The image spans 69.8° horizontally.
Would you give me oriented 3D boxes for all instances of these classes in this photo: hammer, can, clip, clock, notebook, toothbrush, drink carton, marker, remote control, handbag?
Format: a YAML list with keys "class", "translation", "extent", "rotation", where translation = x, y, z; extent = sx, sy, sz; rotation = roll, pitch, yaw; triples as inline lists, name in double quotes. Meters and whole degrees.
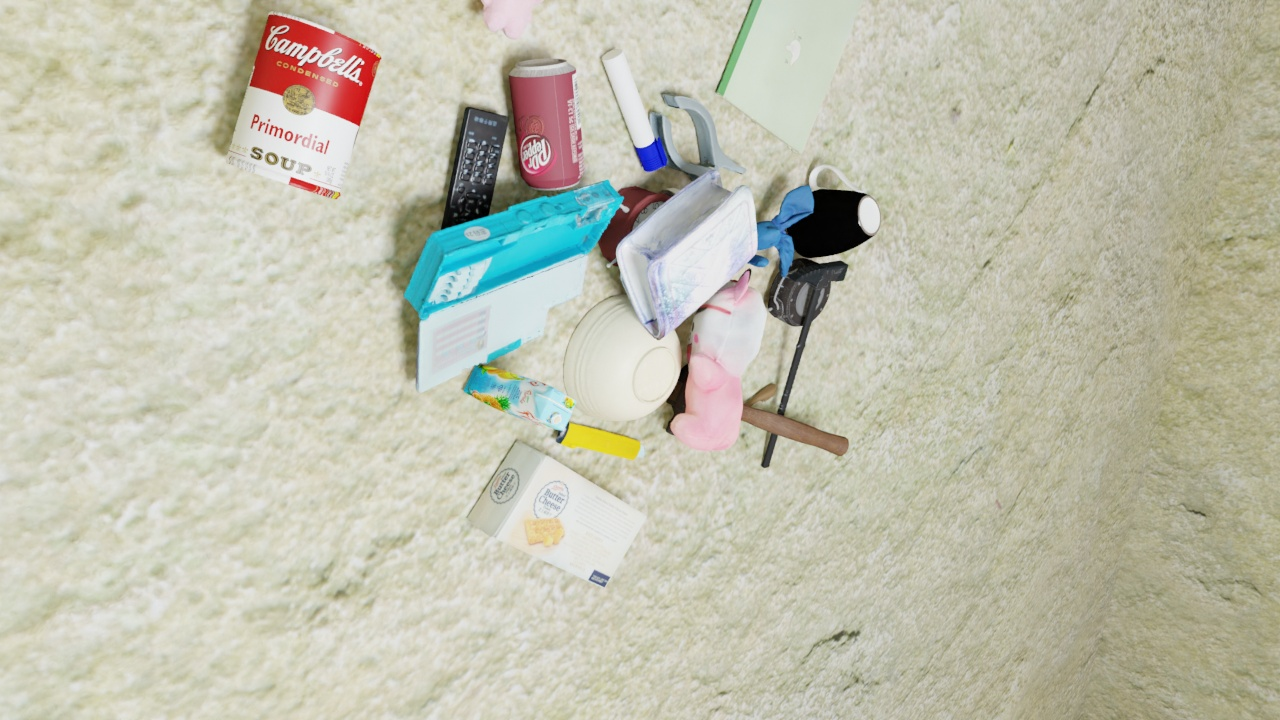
- class: "hammer"
  translation: [0.169, 0.079, 1.239]
  extent: [0.322, 0.033, 0.115]
  rotation: [20, 93, -35]
- class: "can"
  translation: [-0.089, -0.225, 0.875]
  extent: [0.063, 0.063, 0.114]
  rotation: [-24, 123, -35]
- class: "hammer"
  translation: [0.205, 0.017, 1.260]
  extent: [0.094, 0.015, 0.326]
  rotation: [-12, 127, -35]
- class: "clip"
  translation: [0.056, -0.224, 1.043]
  extent: [0.163, 0.028, 0.107]
  rotation: [37, 82, -46]
- class: "clock"
  translation: [0.011, -0.144, 1.018]
  extent: [0.137, 0.048, 0.096]
  rotation: [-7, 112, -41]
- class: "notebook"
  translation: [0.192, -0.401, 1.109]
  extent: [0.181, 0.010, 0.252]
  rotation: [19, 94, -47]
- class: "toothbrush"
  translation: [0.130, 0.074, 1.254]
  extent: [0.166, 0.016, 0.016]
  rotation: [-30, 133, -33]
- class: "can"
  translation: [-0.259, -0.194, 0.707]
  extent: [0.086, 0.087, 0.116]
  rotation: [14, 97, -46]
- class: "drink carton"
  translation: [-0.121, 0.036, 0.911]
  extent: [0.044, 0.129, 0.038]
  rotation: [35, 75, -46]
- class: "marker"
  translation: [-0.005, -0.262, 0.966]
  extent: [0.023, 0.027, 0.133]
  rotation: [-78, 152, -45]
- class: "clock"
  translation: [0.209, -0.094, 1.233]
  extent: [0.122, 0.044, 0.091]
  rotation: [12, 106, -46]
- class: "remote control"
  translation: [-0.162, -0.160, 0.865]
  extent: [0.047, 0.022, 0.150]
  rotation: [2, 108, -45]
- class: "handbag"
  translation: [0.052, -0.114, 0.990]
  extent: [0.158, 0.069, 0.127]
  rotation: [-43, 144, -21]

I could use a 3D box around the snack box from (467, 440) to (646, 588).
- class: "snack box"
  translation: [-0.090, 0.181, 1.057]
  extent: [0.208, 0.057, 0.104]
  rotation: [39, 79, -46]

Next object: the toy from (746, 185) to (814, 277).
- class: "toy"
  translation: [0.137, -0.142, 1.120]
  extent: [0.176, 0.071, 0.113]
  rotation: [-20, 110, -27]

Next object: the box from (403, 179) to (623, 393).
- class: "box"
  translation: [-0.128, -0.079, 0.898]
  extent: [0.226, 0.056, 0.186]
  rotation: [-28, 153, -43]

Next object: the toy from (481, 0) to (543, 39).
- class: "toy"
  translation: [-0.114, -0.333, 0.809]
  extent: [0.099, 0.053, 0.096]
  rotation: [6, 96, -50]

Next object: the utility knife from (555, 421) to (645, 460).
- class: "utility knife"
  translation: [-0.044, 0.099, 1.096]
  extent: [0.162, 0.017, 0.030]
  rotation: [21, 97, -46]

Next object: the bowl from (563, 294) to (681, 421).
- class: "bowl"
  translation: [-0.006, 0.006, 1.048]
  extent: [0.150, 0.075, 0.151]
  rotation: [-20, 120, -38]

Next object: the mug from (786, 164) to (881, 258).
- class: "mug"
  translation: [0.252, -0.196, 1.183]
  extent: [0.084, 0.100, 0.119]
  rotation: [-4, 91, -42]

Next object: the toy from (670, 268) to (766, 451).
- class: "toy"
  translation: [0.093, 0.001, 1.075]
  extent: [0.142, 0.084, 0.213]
  rotation: [42, 61, -81]
